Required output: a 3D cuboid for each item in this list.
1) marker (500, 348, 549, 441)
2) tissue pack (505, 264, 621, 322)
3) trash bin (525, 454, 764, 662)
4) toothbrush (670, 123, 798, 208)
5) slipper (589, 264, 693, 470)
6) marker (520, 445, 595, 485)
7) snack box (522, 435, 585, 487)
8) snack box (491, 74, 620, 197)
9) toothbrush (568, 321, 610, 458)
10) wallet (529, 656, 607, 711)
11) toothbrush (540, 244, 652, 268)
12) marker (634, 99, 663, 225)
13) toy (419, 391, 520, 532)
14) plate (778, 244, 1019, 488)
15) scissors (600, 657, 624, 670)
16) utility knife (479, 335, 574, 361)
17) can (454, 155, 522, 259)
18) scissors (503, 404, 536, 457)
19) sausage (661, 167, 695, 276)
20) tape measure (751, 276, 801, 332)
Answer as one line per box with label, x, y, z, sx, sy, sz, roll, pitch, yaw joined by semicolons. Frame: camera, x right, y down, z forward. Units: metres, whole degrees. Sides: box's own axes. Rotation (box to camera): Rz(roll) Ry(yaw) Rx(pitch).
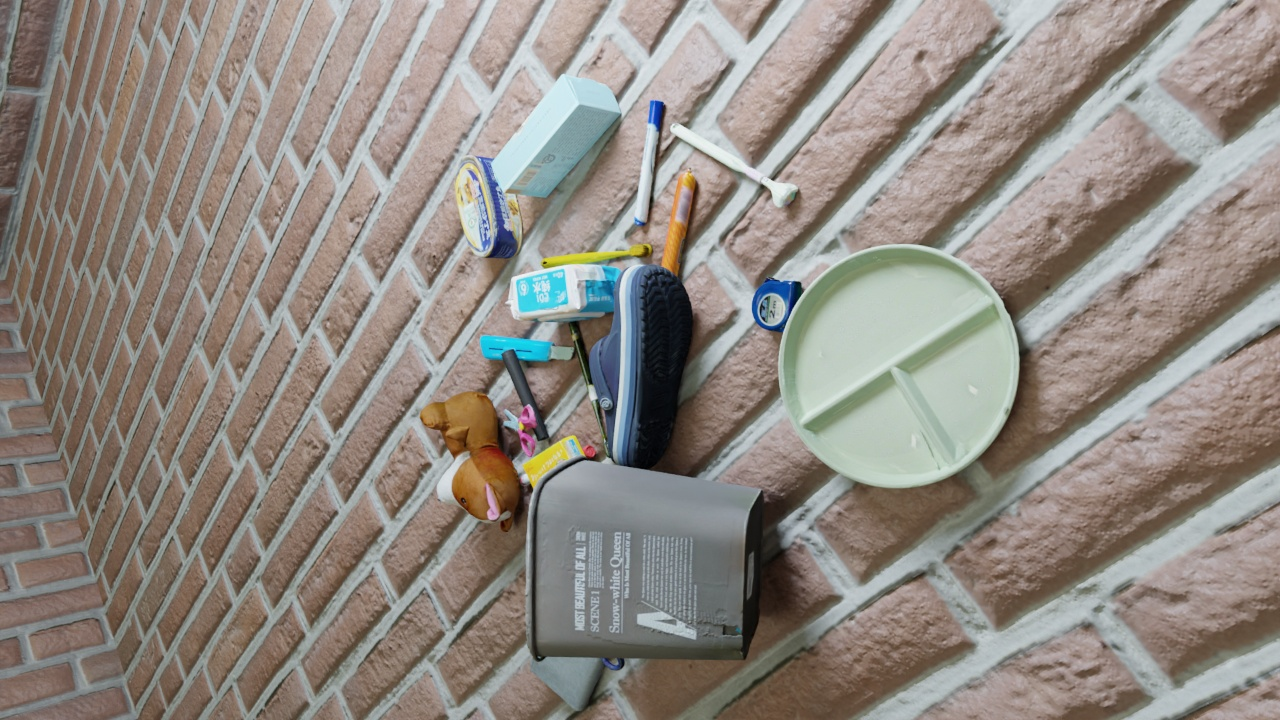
marker;-0.157;0.047;1.245;0.020;0.022;0.132;-23;86;4
tissue pack;-0.091;-0.081;1.142;0.140;0.089;0.063;-6;89;42
trash bin;0.012;0.213;0.971;0.220;0.198;0.199;3;95;15
toothbrush;0.097;-0.219;1.008;0.029;0.020;0.189;-49;56;-1
slipper;-0.006;0.006;1.062;0.095;0.104;0.253;16;114;31
marker;-0.113;0.142;1.229;0.146;0.017;0.017;-27;75;40
snack box;-0.089;0.177;1.186;0.087;0.033;0.140;-33;79;39
snack box;-0.109;-0.278;1.153;0.175;0.074;0.051;-39;68;37
toothbrush;-0.061;0.035;1.176;0.017;0.012;0.185;-25;76;35
wallet;-0.092;0.381;1.215;0.106;0.036;0.130;32;114;25
toothbrush;-0.061;-0.131;1.159;0.190;0.016;0.015;-1;92;43
marker;0.009;-0.233;1.088;0.017;0.016;0.146;18;105;40
toy;-0.234;0.144;1.273;0.130;0.140;0.199;-32;76;0
plate;0.240;0.006;0.868;0.231;0.027;0.230;-2;86;34
scissors;-0.040;0.307;1.150;0.176;0.012;0.162;2;95;26
utility knife;-0.156;-0.015;1.256;0.186;0.018;0.034;4;95;41
can;-0.211;-0.212;1.269;0.075;0.049;0.148;-22;78;41
scissors;-0.166;0.098;1.251;0.138;0.017;0.076;-7;87;64
sausage;0.041;-0.141;1.062;0.021;0.021;0.165;23;108;39
tape measure;0.145;-0.058;0.971;0.055;0.025;0.058;11;97;43
